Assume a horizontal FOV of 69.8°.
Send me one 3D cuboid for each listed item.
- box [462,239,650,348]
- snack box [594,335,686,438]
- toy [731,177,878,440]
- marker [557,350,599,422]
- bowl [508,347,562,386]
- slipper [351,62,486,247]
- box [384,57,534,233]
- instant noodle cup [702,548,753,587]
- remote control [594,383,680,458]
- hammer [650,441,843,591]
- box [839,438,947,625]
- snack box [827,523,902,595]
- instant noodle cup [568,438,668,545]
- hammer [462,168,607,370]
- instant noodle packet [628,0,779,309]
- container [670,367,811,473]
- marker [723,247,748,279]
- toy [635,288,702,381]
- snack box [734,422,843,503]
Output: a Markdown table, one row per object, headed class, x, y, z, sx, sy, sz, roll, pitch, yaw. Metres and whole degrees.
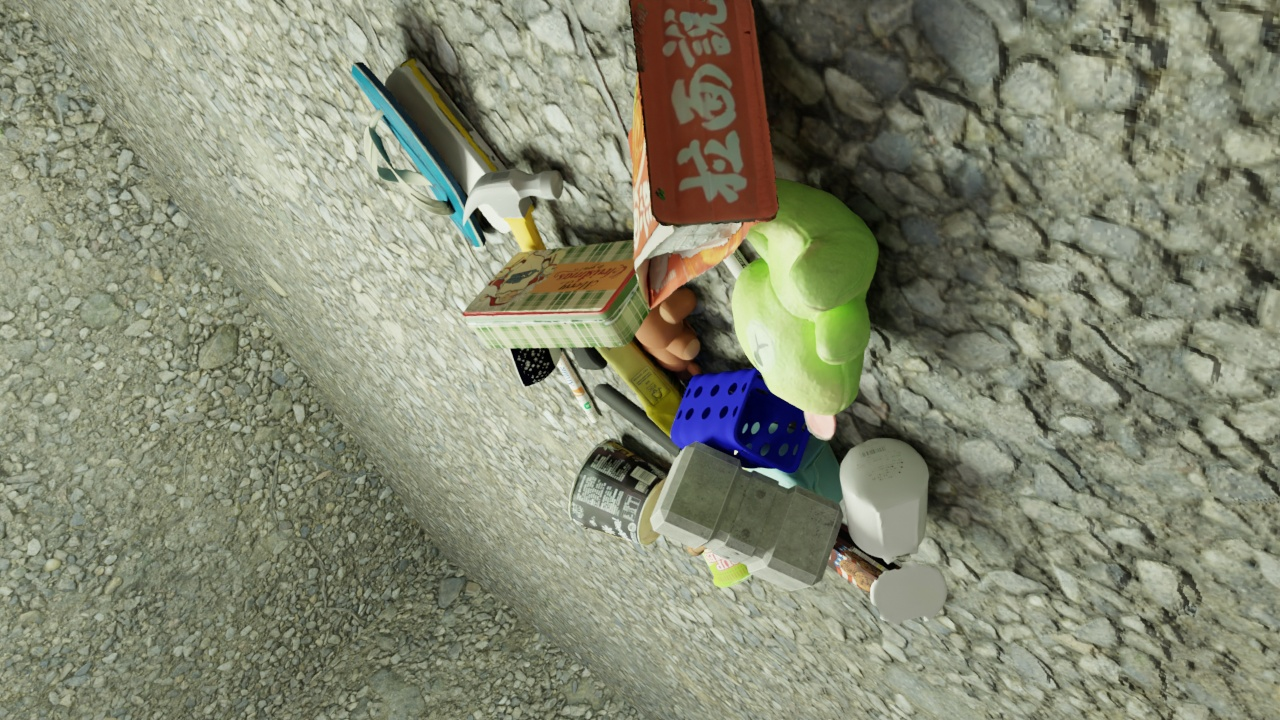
| class | x | y | z | sx | sy | sz | roll | pitch | yaw |
| --- | --- | --- | --- | --- | --- | --- | --- | --- | --- |
| box | -0.075 | -0.067 | 0.922 | 0.206 | 0.117 | 0.051 | 2 | 138 | 40 |
| snack box | -0.006 | 0.006 | 1.008 | 0.181 | 0.045 | 0.121 | 48 | -174 | -4 |
| toy | 0.127 | -0.046 | 0.699 | 0.150 | 0.107 | 0.197 | 55 | 172 | 28 |
| marker | -0.092 | 0.032 | 1.283 | 0.017 | 0.017 | 0.145 | 19 | 145 | 46 |
| bowl | -0.134 | -0.032 | 1.171 | 0.120 | 0.066 | 0.120 | 161 | 92 | -87 |
| slipper | -0.252 | -0.207 | 1.034 | 0.118 | 0.060 | 0.295 | 42 | 170 | 25 |
| box | -0.199 | -0.232 | 1.006 | 0.210 | 0.037 | 0.065 | 52 | 154 | -14 |
| instant noodle cup | 0.108 | 0.217 | 1.171 | 0.108 | 0.098 | 0.099 | 57 | 155 | -7 |
| remote control | -0.002 | 0.079 | 1.213 | 0.147 | 0.015 | 0.033 | 37 | 155 | 19 |
| hammer | 0.086 | 0.187 | 0.998 | 0.163 | 0.082 | 0.318 | 24 | 161 | 1 |
| box | 0.233 | 0.160 | 0.846 | 0.156 | 0.084 | 0.125 | 70 | 179 | -48 |
| snack box | 0.247 | 0.226 | 1.023 | 0.141 | 0.031 | 0.051 | 33 | 154 | 27 |
| instant noodle cup | -0.019 | 0.193 | 1.294 | 0.112 | 0.137 | 0.137 | 21 | 148 | 28 |
| hammer | -0.104 | -0.091 | 1.054 | 0.127 | 0.029 | 0.324 | 4 | 144 | 21 |
| instant noodle packet | 0.022 | -0.142 | 0.679 | 0.221 | 0.084 | 0.164 | 131 | 134 | -76 |
| container | 0.099 | 0.060 | 0.905 | 0.085 | 0.084 | 0.114 | 32 | 161 | -24 |
| marker | 0.073 | -0.097 | 0.798 | 0.133 | 0.020 | 0.017 | 52 | 166 | -16 |
| toy | 0.033 | -0.025 | 0.950 | 0.095 | 0.065 | 0.128 | 32 | 164 | 35 |
| snack box | 0.135 | 0.107 | 0.989 | 0.175 | 0.053 | 0.075 | 17 | 146 | 49 |
